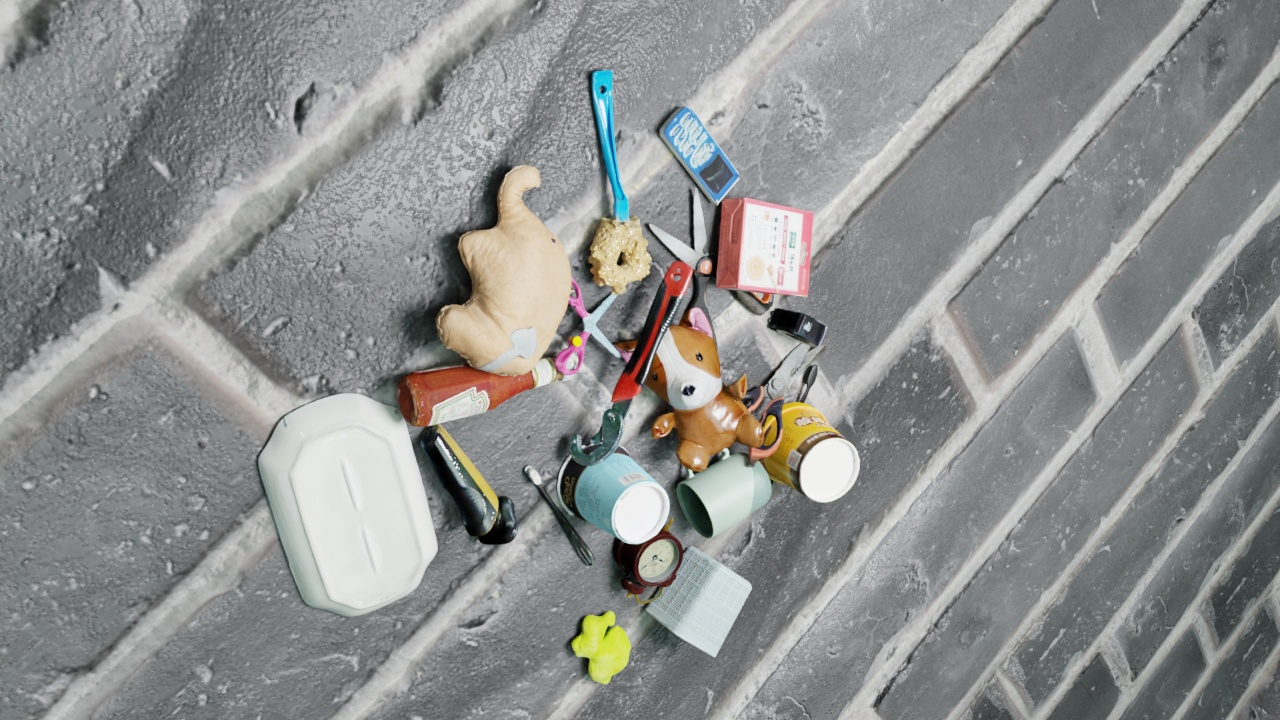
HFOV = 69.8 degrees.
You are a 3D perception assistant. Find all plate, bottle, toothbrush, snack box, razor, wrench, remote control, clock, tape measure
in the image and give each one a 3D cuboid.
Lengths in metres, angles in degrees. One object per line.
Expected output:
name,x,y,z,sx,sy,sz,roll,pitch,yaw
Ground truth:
plate,-0.310,0.166,1.002,0.161,0.034,0.266,-18,113,-26
bottle,-0.168,0.025,1.034,0.205,0.060,0.060,-14,111,-34
toothbrush,-0.098,0.199,1.154,0.015,0.018,0.181,-40,122,-19
snack box,0.160,-0.143,1.176,0.127,0.044,0.113,3,92,-38
razor,-0.199,0.142,1.059,0.167,0.062,0.067,61,41,-23
wrench,-0.007,0.006,1.099,0.273,0.056,0.016,-62,155,3
remote control,0.072,-0.249,1.117,0.049,0.024,0.125,-49,122,-10
clock,0.011,0.265,1.216,0.082,0.055,0.122,-7,110,-30
toothbrush,0.217,0.093,1.318,0.014,0.017,0.189,16,99,-24
tape measure,0.217,-0.044,1.242,0.066,0.066,0.033,23,90,-33

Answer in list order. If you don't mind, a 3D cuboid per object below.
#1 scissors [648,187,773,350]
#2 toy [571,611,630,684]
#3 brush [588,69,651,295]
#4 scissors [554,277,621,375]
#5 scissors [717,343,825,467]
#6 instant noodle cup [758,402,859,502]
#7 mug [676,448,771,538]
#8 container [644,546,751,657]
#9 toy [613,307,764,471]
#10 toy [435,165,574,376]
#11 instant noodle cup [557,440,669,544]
scissors,0.089,-0.099,1.174,0.220,0.022,0.228,11,99,-34
toy,-0.048,0.384,1.231,0.100,0.031,0.096,29,87,-34
brush,-0.032,-0.203,1.063,0.083,0.046,0.255,-15,107,-29
scissors,-0.065,-0.044,1.083,0.134,0.017,0.133,53,57,-25
scissors,0.188,0.055,1.253,0.204,0.198,0.015,-9,153,-5
instant noodle cup,0.231,0.131,1.263,0.118,0.114,0.118,-6,108,-18
mug,0.109,0.166,1.238,0.106,0.082,0.111,-27,88,-22
container,0.083,0.328,1.260,0.090,0.090,0.111,39,80,-34
toy,0.063,0.038,1.144,0.140,0.130,0.199,-25,105,4
toy,-0.136,-0.095,1.002,0.143,0.083,0.225,23,77,-40
instant noodle cup,-0.027,0.167,1.123,0.111,0.120,0.111,-9,109,-29
